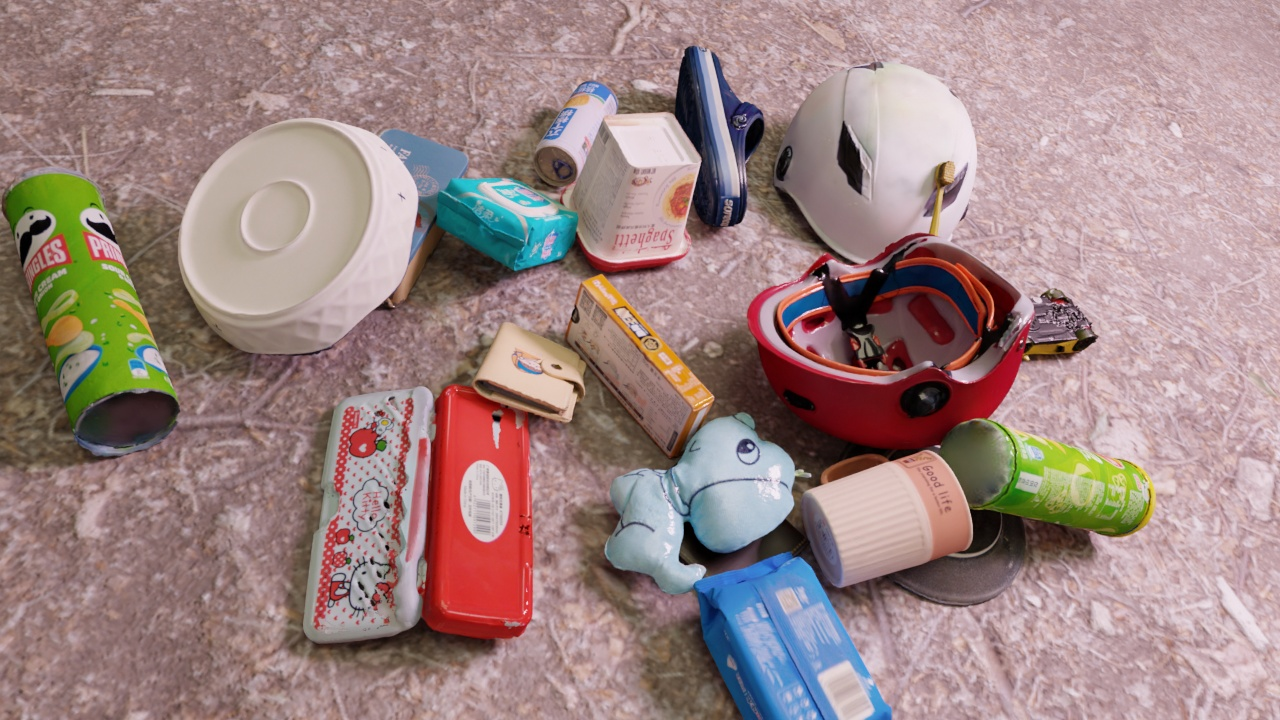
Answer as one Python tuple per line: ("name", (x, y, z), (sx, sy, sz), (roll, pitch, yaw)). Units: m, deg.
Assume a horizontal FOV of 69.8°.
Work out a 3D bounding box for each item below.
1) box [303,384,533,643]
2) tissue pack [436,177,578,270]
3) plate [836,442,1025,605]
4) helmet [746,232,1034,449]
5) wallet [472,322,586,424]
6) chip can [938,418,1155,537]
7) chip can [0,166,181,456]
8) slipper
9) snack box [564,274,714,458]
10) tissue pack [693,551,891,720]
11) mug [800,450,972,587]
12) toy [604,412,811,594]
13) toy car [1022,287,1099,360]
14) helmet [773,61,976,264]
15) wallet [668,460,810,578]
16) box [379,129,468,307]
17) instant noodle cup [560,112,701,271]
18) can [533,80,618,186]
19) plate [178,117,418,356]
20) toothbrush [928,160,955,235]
("box", (-0.154, 0.104, 0.664), (0.161, 0.059, 0.200), (2, 50, -11))
("tissue pack", (-0.119, -0.128, 0.836), (0.093, 0.050, 0.133), (31, 20, 10))
("plate", (0.256, 0.124, 0.796), (0.179, 0.024, 0.179), (9, 49, -11))
("helmet", (0.213, 0.001, 0.805), (0.240, 0.144, 0.206), (-15, 35, -10))
("wallet", (-0.085, 0.009, 0.756), (0.087, 0.024, 0.115), (24, 22, -8))
("chip can", (0.339, 0.101, 0.765), (0.221, 0.073, 0.072), (15, 45, -33))
("chip can", (-0.412, -0.041, 0.686), (0.072, 0.072, 0.236), (-18, 60, -30))
("slipper", (0.093, -0.252, 1.002), (0.095, 0.105, 0.252), (0, 53, -9))
("snack box", (-0.005, 0.005, 0.776), (0.026, 0.075, 0.153), (-27, 64, -33))
("tissue pack", (0.105, 0.215, 0.646), (0.094, 0.052, 0.157), (-14, 64, -30))
("mug", (0.186, 0.117, 0.732), (0.106, 0.082, 0.114), (-16, 33, -8))
("toy", (0.053, 0.105, 0.707), (0.156, 0.050, 0.161), (4, 53, -1))
("toy car", (0.413, -0.036, 0.969), (0.155, 0.041, 0.071), (-5, 53, -24))
("helmet", (0.279, -0.238, 1.024), (0.229, 0.146, 0.257), (16, 48, -4))
("wallet", (0.062, 0.130, 0.733), (0.122, 0.020, 0.096), (42, 52, 21))
("box", (-0.221, -0.136, 0.834), (0.090, 0.062, 0.183), (18, 50, -4))
("instant noodle cup", (-0.005, -0.165, 0.886), (0.116, 0.124, 0.116), (-10, 56, -25))
("can", (-0.068, -0.242, 0.977), (0.053, 0.053, 0.134), (22, 48, 0))
("plate", (-0.279, -0.106, 0.733), (0.205, 0.045, 0.204), (-5, 70, 12))
("toothbrush", (0.298, -0.111, 0.935), (0.015, 0.017, 0.190), (11, 88, -15))
